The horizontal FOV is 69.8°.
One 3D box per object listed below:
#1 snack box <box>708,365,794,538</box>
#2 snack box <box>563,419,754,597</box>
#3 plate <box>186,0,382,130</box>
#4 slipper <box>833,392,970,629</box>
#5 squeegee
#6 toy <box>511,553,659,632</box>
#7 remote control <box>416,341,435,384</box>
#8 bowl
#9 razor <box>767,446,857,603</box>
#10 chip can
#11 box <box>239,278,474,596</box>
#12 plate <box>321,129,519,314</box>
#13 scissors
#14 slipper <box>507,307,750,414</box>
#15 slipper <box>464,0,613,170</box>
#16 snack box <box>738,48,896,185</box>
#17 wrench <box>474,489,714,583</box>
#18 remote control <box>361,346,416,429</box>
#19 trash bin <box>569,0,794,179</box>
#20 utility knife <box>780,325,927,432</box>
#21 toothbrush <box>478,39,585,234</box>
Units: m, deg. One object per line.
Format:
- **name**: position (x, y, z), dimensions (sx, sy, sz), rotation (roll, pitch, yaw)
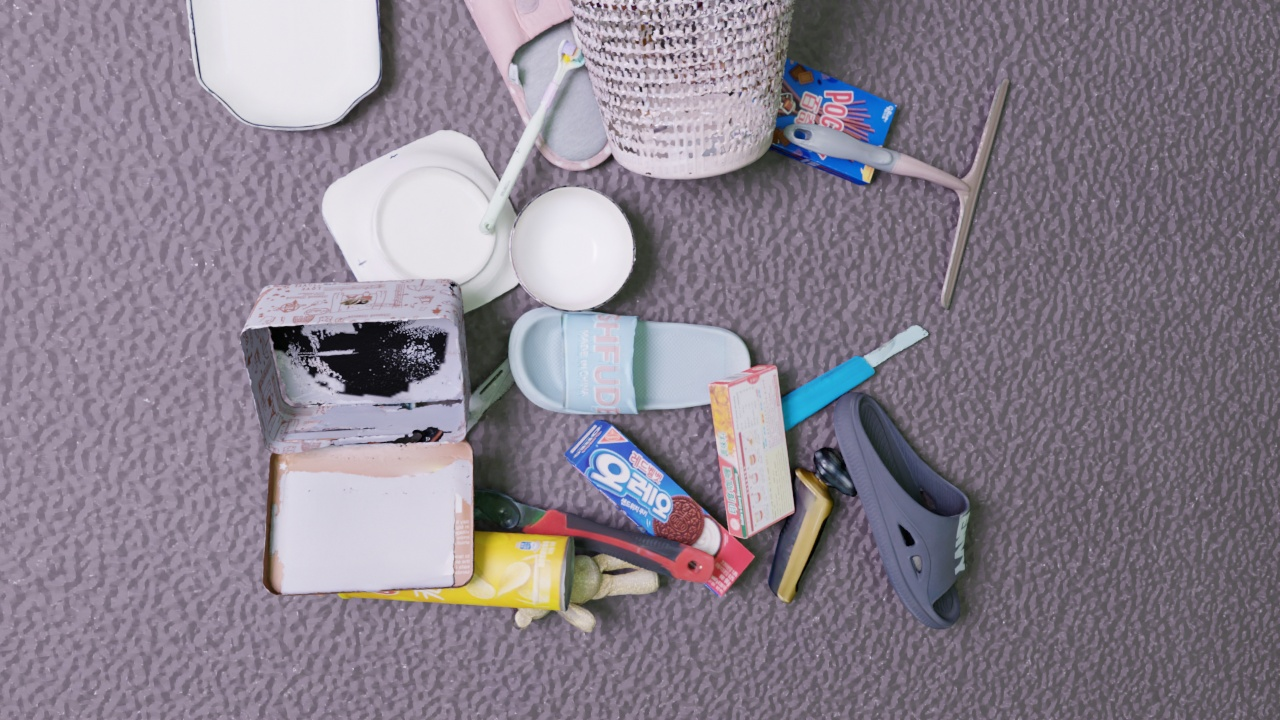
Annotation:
- **snack box**: position (0.111, 0.088, 0.904), dimensions (0.076, 0.027, 0.156), rotation (-18, 105, -40)
- **snack box**: position (0.018, 0.147, 0.916), dimensions (0.207, 0.057, 0.058), rotation (43, 83, -11)
- **plate**: position (-0.315, -0.338, 0.814), dimensions (0.162, 0.034, 0.266), rotation (-4, 97, -10)
- **slipper**: position (0.282, 0.150, 0.931), dimensions (0.084, 0.110, 0.268), rotation (-21, 96, 34)
- **squeegee**: position (0.254, -0.194, 0.911), dimensions (0.249, 0.040, 0.248), rotation (12, 95, -22)
- **toy**: position (-0.057, 0.219, 0.913), dimensions (0.157, 0.066, 0.105), rotation (-9, 65, -14)
- **remote control**: position (-0.221, -0.035, 0.869), dimensions (0.053, 0.024, 0.136), rotation (-2, 96, -10)
- **bowl**: position (-0.067, -0.104, 0.869), dimensions (0.116, 0.066, 0.116), rotation (-1, 95, -11)
- **razor**: position (0.175, 0.173, 0.952), dimensions (0.068, 0.062, 0.167), rotation (21, 97, 17)
- **chip can**: position (-0.170, 0.192, 0.852), dimensions (0.213, 0.072, 0.072), rotation (3, 95, 4)
- **box**: position (-0.237, 0.065, 0.796), dimensions (0.179, 0.125, 0.274), rotation (-2, 98, -6)
- **plate**: position (-0.191, -0.119, 0.847), dimensions (0.163, 0.034, 0.164), rotation (-32, 101, -18)
- **scissors**: position (-0.188, 0.057, 0.876), dimensions (0.196, 0.015, 0.206), rotation (2, 107, -32)
- **slipper**: position (-0.005, 0.005, 0.888), dimensions (0.245, 0.074, 0.104), rotation (2, 96, -14)
- **slipper**: position (-0.094, -0.310, 0.849), dimensions (0.114, 0.054, 0.274), rotation (-21, 101, -8)
- **snack box**: position (0.172, -0.243, 0.920), dimensions (0.157, 0.026, 0.084), rotation (18, 92, -12)
- **wrench**: position (-0.063, 0.170, 0.885), dimensions (0.273, 0.016, 0.056), rotation (10, 96, 6)
- **remote control**: position (-0.236, 0.005, 0.848), dimensions (0.056, 0.019, 0.135), rotation (3, 118, -9)
- **trash bin**: position (0.039, -0.273, 0.796), dimensions (0.227, 0.227, 0.192), rotation (-14, 126, -9)
- **utility knife**: position (0.209, 0.021, 0.958), dimensions (0.216, 0.018, 0.034), rotation (-30, 99, -5)
- **toothbrush**: position (-0.102, -0.200, 0.833), dimensions (0.029, 0.020, 0.189), rotation (25, 94, -31)
